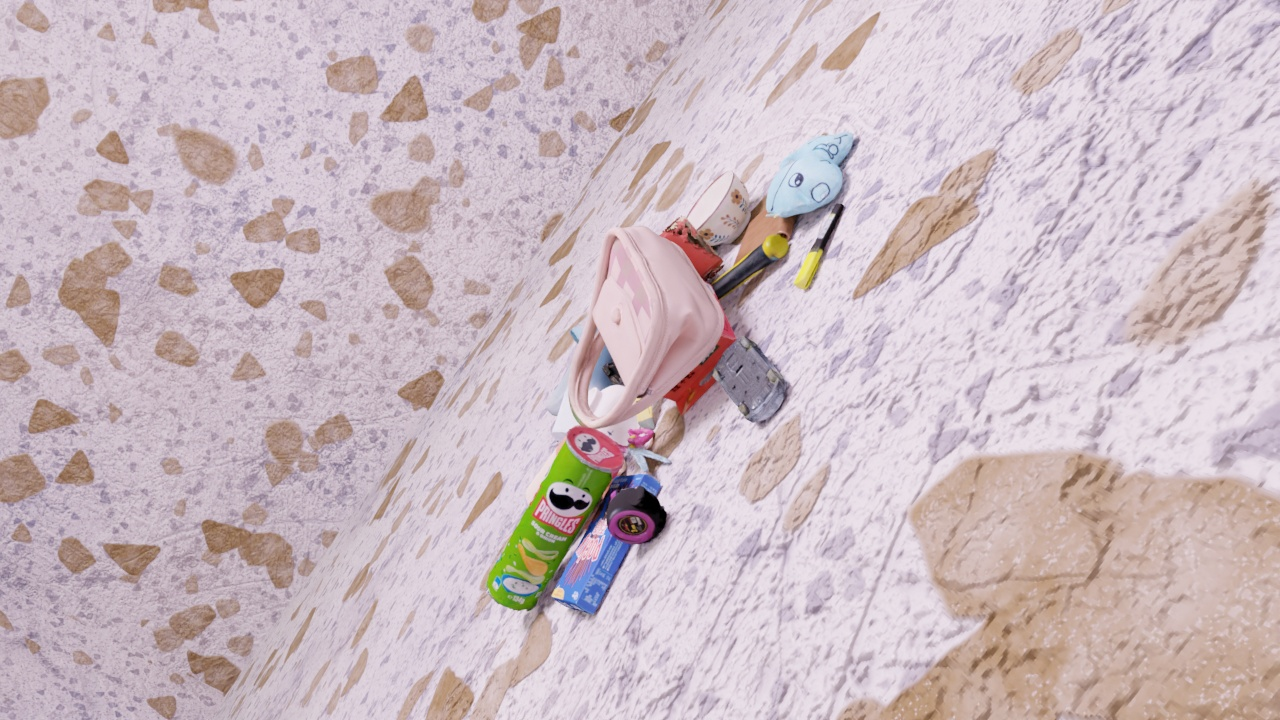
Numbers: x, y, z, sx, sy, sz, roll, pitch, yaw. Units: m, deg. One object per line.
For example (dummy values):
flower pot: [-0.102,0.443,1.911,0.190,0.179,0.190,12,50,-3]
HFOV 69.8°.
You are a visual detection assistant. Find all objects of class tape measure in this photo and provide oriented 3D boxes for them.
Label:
tape measure: [-0.006,0.156,0.935,0.058,0.057,0.039,-29,29,24]

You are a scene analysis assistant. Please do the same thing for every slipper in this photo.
slipper: [-0.089,-0.021,1.502,0.245,0.074,0.104,-56,15,2]

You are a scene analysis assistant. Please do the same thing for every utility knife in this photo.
utility knife: [-0.007,0.007,1.153,0.031,0.018,0.173,-26,71,39]

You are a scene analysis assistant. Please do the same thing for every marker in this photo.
marker: [0.196,-0.125,0.995,0.018,0.015,0.123,-25,31,59]

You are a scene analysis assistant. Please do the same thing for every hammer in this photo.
hammer: [0.061,-0.060,1.175,0.324,0.032,0.125,-37,3,40]

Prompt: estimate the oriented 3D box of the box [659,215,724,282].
box: [0.059,-0.138,1.205,0.079,0.091,0.168,-41,1,0]

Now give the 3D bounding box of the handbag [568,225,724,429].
handbag: [-0.018,-0.021,1.066,0.235,0.093,0.193,-58,35,28]

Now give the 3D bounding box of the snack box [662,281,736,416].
snack box: [0.050,-0.020,1.073,0.113,0.044,0.127,-48,38,25]

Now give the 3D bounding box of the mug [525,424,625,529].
mug: [-0.075,0.155,1.121,0.106,0.081,0.114,-52,46,18]

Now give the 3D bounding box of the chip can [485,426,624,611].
chip can: [-0.101,0.187,1.056,0.237,0.072,0.072,-60,13,25]

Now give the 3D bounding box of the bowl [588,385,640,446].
bowl: [-0.047,0.073,1.208,0.118,0.064,0.118,-49,18,21]

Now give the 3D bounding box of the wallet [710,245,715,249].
wallet: [0.083,-0.157,1.372,0.122,0.020,0.096,-58,19,-11]

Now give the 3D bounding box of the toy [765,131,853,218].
toy: [0.199,-0.220,1.098,0.156,0.050,0.161,-45,25,-7]

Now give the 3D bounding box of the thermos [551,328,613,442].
thermos: [-0.066,0.014,1.306,0.070,0.070,0.220,-24,47,62]

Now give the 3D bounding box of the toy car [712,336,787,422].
toy car: [0.111,0.020,0.913,0.054,0.036,0.120,-51,26,12]

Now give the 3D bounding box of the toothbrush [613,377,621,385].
toothbrush: [-0.001,-0.059,1.364,0.220,0.026,0.026,-65,11,-10]

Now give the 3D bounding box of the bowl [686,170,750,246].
bowl: [0.115,-0.204,1.294,0.114,0.062,0.113,-49,18,22]

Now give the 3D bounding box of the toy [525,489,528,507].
toy: [-0.125,0.213,1.172,0.108,0.039,0.084,-165,63,-72]

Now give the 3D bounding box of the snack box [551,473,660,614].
snack box: [-0.038,0.197,1.002,0.157,0.026,0.085,-61,16,-19]

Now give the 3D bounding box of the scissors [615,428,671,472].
scissors: [-0.014,0.106,1.059,0.096,0.017,0.137,-11,16,-5]

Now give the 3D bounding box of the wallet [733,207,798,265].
wallet: [0.163,-0.168,1.165,0.116,0.020,0.101,-37,24,53]
